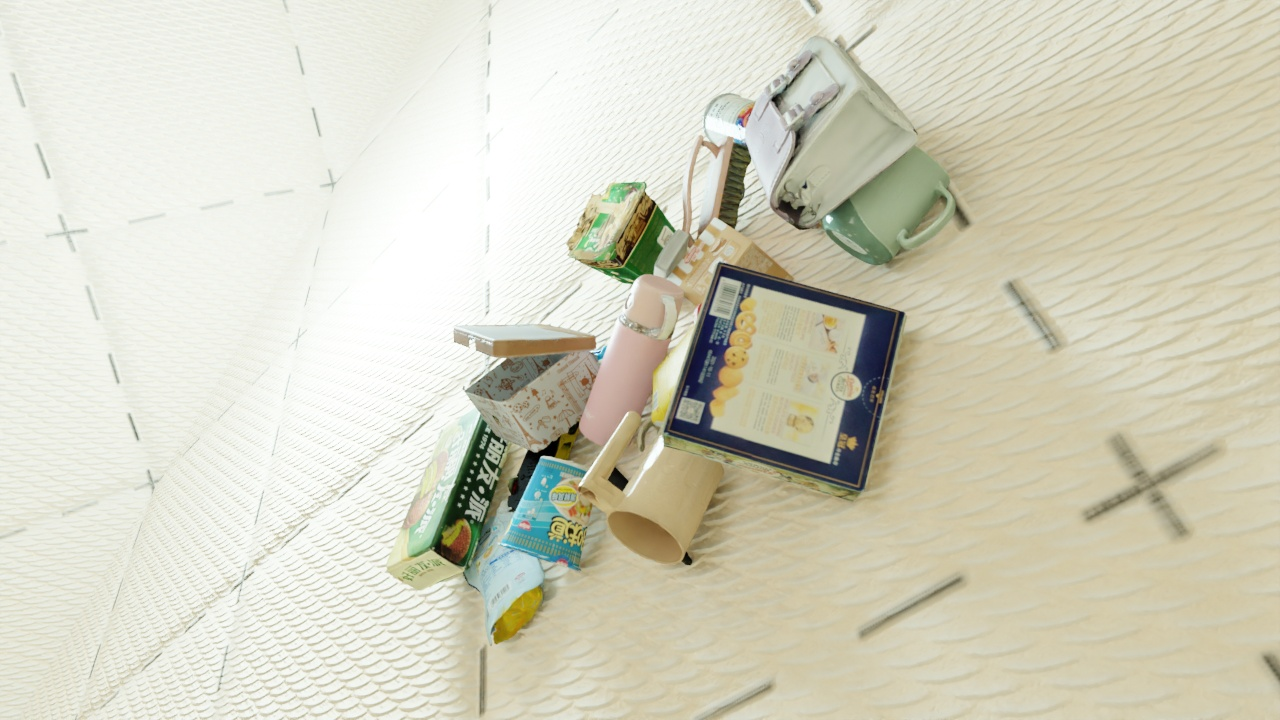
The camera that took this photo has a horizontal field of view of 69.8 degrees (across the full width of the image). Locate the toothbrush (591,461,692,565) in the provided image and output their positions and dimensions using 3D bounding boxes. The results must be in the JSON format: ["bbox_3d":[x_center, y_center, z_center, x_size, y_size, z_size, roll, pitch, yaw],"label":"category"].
[{"bbox_3d":[0.000,0.161,0.991,0.026,0.027,0.213,-42,34,-7],"label":"toothbrush"}]

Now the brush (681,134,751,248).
[{"bbox_3d":[0.086,-0.198,1.121,0.063,0.073,0.145,-161,82,-77],"label":"brush"}]

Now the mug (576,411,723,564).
[{"bbox_3d":[0.011,0.123,0.905,0.084,0.124,0.103,-39,15,54],"label":"mug"}]

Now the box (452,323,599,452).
[{"bbox_3d":[-0.143,0.000,1.142,0.148,0.158,0.182,-41,20,-19],"label":"box"}]

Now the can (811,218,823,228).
[{"bbox_3d":[0.211,-0.204,1.006,0.116,0.058,0.058,-47,34,13],"label":"can"}]

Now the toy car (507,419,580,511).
[{"bbox_3d":[-0.121,0.125,1.156,0.071,0.041,0.155,-13,47,46],"label":"toy car"}]

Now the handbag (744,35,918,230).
[{"bbox_3d":[0.174,-0.229,0.918,0.145,0.098,0.196,-51,20,24],"label":"handbag"}]

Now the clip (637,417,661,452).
[{"bbox_3d":[0.036,0.064,1.025,0.076,0.034,0.103,-11,46,50],"label":"clip"}]

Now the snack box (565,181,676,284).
[{"bbox_3d":[-0.015,-0.158,1.211,0.118,0.105,0.118,14,74,53],"label":"snack box"}]

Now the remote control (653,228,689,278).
[{"bbox_3d":[0.034,-0.109,1.108,0.056,0.019,0.135,-57,-8,-15],"label":"remote control"}]

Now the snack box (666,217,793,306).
[{"bbox_3d":[0.100,-0.092,1.034,0.093,0.077,0.094,-52,33,7],"label":"snack box"}]

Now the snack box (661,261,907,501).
[{"bbox_3d":[0.130,0.016,0.831,0.046,0.182,0.177,88,-160,-67],"label":"snack box"}]

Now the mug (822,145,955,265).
[{"bbox_3d":[0.248,-0.149,0.899,0.112,0.082,0.106,37,92,40],"label":"mug"}]

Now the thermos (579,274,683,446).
[{"bbox_3d":[-0.006,0.006,1.030,0.199,0.067,0.087,-68,28,23],"label":"thermos"}]

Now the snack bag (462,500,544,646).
[{"bbox_3d":[-0.171,0.252,1.116,0.110,0.039,0.191,-57,30,9],"label":"snack bag"}]

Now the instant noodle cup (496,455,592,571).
[{"bbox_3d":[-0.095,0.169,1.028,0.099,0.099,0.109,0,66,51],"label":"instant noodle cup"}]

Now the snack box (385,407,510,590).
[{"bbox_3d":[-0.249,0.178,1.224,0.115,0.063,0.239,-30,33,39],"label":"snack box"}]

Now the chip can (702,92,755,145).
[{"bbox_3d":[0.157,-0.279,1.129,0.071,0.071,0.215,-53,34,4],"label":"chip can"}]

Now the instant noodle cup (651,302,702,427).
[{"bbox_3d":[0.077,0.020,0.946,0.124,0.116,0.115,-42,34,40],"label":"instant noodle cup"}]

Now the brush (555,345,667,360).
[{"bbox_3d":[-0.048,-0.004,1.188,0.255,0.046,0.083,3,68,57],"label":"brush"}]
